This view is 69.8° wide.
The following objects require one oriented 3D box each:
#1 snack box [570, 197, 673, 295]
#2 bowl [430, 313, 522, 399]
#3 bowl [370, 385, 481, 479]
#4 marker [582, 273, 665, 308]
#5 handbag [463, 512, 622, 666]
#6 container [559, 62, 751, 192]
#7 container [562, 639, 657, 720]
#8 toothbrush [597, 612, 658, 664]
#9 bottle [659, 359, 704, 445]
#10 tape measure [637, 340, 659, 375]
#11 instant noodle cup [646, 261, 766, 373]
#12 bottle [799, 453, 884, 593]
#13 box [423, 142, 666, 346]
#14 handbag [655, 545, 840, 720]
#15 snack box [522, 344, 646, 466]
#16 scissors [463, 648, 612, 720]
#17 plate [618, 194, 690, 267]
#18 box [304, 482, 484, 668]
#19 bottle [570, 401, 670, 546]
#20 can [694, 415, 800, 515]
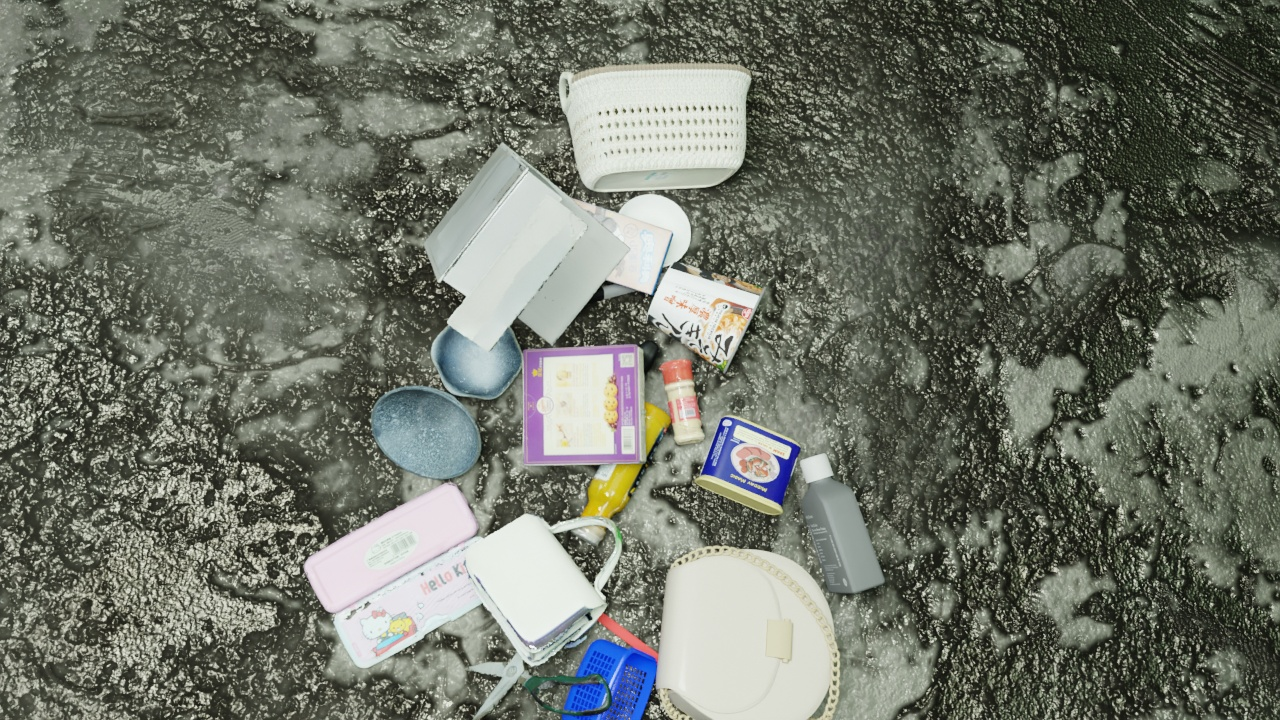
[{"bbox_3d":[-0.041,-0.149,1.198,0.151,0.034,0.087,19,93,4],"label":"snack box"},{"bbox_3d":[-0.203,-0.001,1.147,0.110,0.055,0.110,2,77,-10],"label":"bowl"},{"bbox_3d":[-0.250,0.074,1.112,0.137,0.137,0.057,25,34,-4],"label":"bowl"},{"bbox_3d":[-0.028,-0.093,1.223,0.138,0.016,0.022,-15,112,-14],"label":"marker"},{"bbox_3d":[-0.096,0.247,1.068,0.175,0.074,0.151,-32,62,-23],"label":"handbag"},{"bbox_3d":[0.023,-0.305,1.198,0.246,0.185,0.143,-4,88,-11],"label":"container"},{"bbox_3d":[-0.038,0.387,1.071,0.058,0.096,0.114,11,70,34],"label":"container"},{"bbox_3d":[-0.004,0.349,1.129,0.212,0.018,0.012,36,74,3],"label":"toothbrush"},{"bbox_3d":[0.054,0.054,1.189,0.044,0.044,0.109,-8,80,-12],"label":"bottle"},{"bbox_3d":[-0.007,0.007,1.178,0.034,0.061,0.061,37,58,-2],"label":"tape measure"},{"bbox_3d":[0.081,-0.064,1.188,0.122,0.124,0.123,26,74,6],"label":"instant noodle cup"},{"bbox_3d":[0.247,0.206,1.170,0.046,0.084,0.173,-15,80,-13],"label":"bottle"},{"bbox_3d":[-0.101,-0.116,1.214,0.167,0.421,0.173,-50,53,7],"label":"box"},{"bbox_3d":[0.126,0.341,1.114,0.208,0.104,0.210,12,64,-9],"label":"handbag"},{"bbox_3d":[-0.069,0.056,1.120,0.148,0.040,0.143,-2,83,11],"label":"snack box"},{"bbox_3d":[-0.104,0.350,1.055,0.203,0.015,0.201,23,65,37],"label":"scissors"},{"bbox_3d":[0.015,-0.171,1.240,0.104,0.026,0.104,2,77,-11],"label":"plate"},{"bbox_3d":[-0.276,0.252,1.087,0.201,0.038,0.152,-29,85,-15],"label":"box"},{"bbox_3d":[-0.026,0.141,1.149,0.053,0.053,0.186,30,74,-3],"label":"bottle"},{"bbox_3d":[0.140,0.134,1.180,0.116,0.057,0.092,23,73,-5],"label":"can"}]
